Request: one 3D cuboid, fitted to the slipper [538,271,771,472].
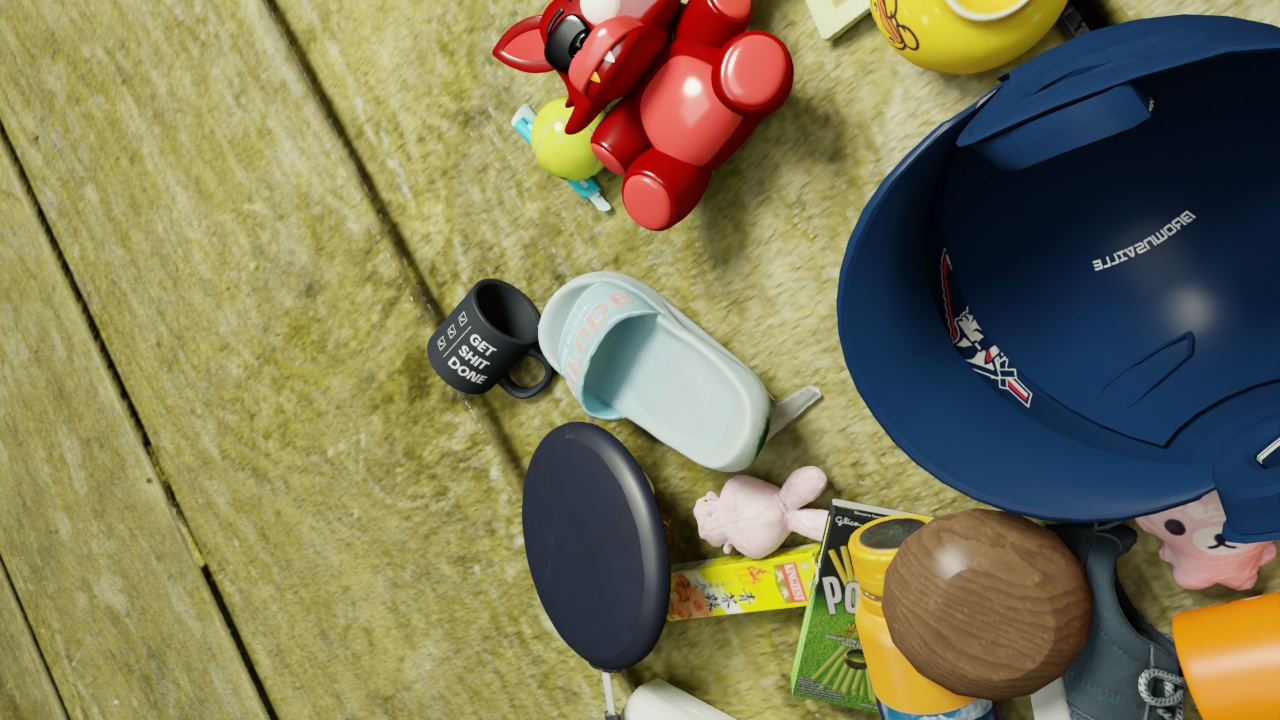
[{"bbox_3d":[-0.004,0.004,0.698,0.245,0.074,0.104,33,114,41],"label":"slipper"}]

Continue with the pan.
[{"bbox_3d":[-0.033,0.226,0.734,0.199,0.021,0.356,-10,88,54],"label":"pan"}]

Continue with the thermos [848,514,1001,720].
[{"bbox_3d":[0.201,0.215,0.606,0.091,0.076,0.233,-18,102,-4],"label":"thermos"}]

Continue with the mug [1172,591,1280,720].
[{"bbox_3d":[0.372,0.181,0.512,0.096,0.077,0.112,-27,112,34],"label":"mug"}]

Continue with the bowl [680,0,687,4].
[{"bbox_3d":[0.045,-0.310,0.627,0.112,0.061,0.113,29,147,21],"label":"bowl"}]

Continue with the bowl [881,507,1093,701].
[{"bbox_3d":[0.200,0.146,0.528,0.118,0.030,0.118,2,99,14],"label":"bowl"}]

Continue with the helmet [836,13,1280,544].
[{"bbox_3d":[0.234,-0.040,0.462,0.273,0.222,0.232,-34,94,24],"label":"helmet"}]

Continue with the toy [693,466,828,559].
[{"bbox_3d":[0.097,0.115,0.692,0.110,0.047,0.063,-13,95,28],"label":"toy"}]

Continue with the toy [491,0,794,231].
[{"bbox_3d":[-0.001,-0.207,0.634,0.197,0.120,0.159,45,123,5],"label":"toy"}]

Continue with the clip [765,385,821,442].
[{"bbox_3d":[0.083,0.039,0.696,0.054,0.040,0.102,46,120,3],"label":"clip"}]

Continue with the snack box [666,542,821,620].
[{"bbox_3d":[0.081,0.176,0.724,0.148,0.028,0.040,-18,89,35],"label":"snack box"}]

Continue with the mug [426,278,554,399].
[{"bbox_3d":[-0.124,-0.010,0.807,0.105,0.071,0.078,41,122,-10],"label":"mug"}]

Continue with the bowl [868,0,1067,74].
[{"bbox_3d":[0.192,-0.223,0.522,0.117,0.067,0.117,2,110,6],"label":"bowl"}]

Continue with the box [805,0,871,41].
[{"bbox_3d":[0.136,-0.321,0.584,0.141,0.047,0.187,-22,87,37],"label":"box"}]

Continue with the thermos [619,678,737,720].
[{"bbox_3d":[0.085,0.330,0.718,0.221,0.099,0.099,21,110,33],"label":"thermos"}]

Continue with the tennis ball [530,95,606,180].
[{"bbox_3d":[-0.054,-0.175,0.723,0.065,0.065,0.065,7,103,32],"label":"tennis ball"}]

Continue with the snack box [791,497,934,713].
[{"bbox_3d":[0.162,0.177,0.653,0.080,0.025,0.148,10,107,5],"label":"snack box"}]

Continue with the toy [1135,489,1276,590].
[{"bbox_3d":[0.331,0.092,0.528,0.099,0.052,0.096,-4,109,22],"label":"toy"}]

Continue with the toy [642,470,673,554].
[{"bbox_3d":[-0.014,0.125,0.758,0.112,0.067,0.087,57,148,-2],"label":"toy"}]

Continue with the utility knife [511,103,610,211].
[{"bbox_3d":[-0.064,-0.167,0.763,0.022,0.015,0.123,-44,74,1],"label":"utility knife"}]

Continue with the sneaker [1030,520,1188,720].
[{"bbox_3d":[0.290,0.203,0.561,0.088,0.089,0.235,-14,87,30],"label":"sneaker"}]
